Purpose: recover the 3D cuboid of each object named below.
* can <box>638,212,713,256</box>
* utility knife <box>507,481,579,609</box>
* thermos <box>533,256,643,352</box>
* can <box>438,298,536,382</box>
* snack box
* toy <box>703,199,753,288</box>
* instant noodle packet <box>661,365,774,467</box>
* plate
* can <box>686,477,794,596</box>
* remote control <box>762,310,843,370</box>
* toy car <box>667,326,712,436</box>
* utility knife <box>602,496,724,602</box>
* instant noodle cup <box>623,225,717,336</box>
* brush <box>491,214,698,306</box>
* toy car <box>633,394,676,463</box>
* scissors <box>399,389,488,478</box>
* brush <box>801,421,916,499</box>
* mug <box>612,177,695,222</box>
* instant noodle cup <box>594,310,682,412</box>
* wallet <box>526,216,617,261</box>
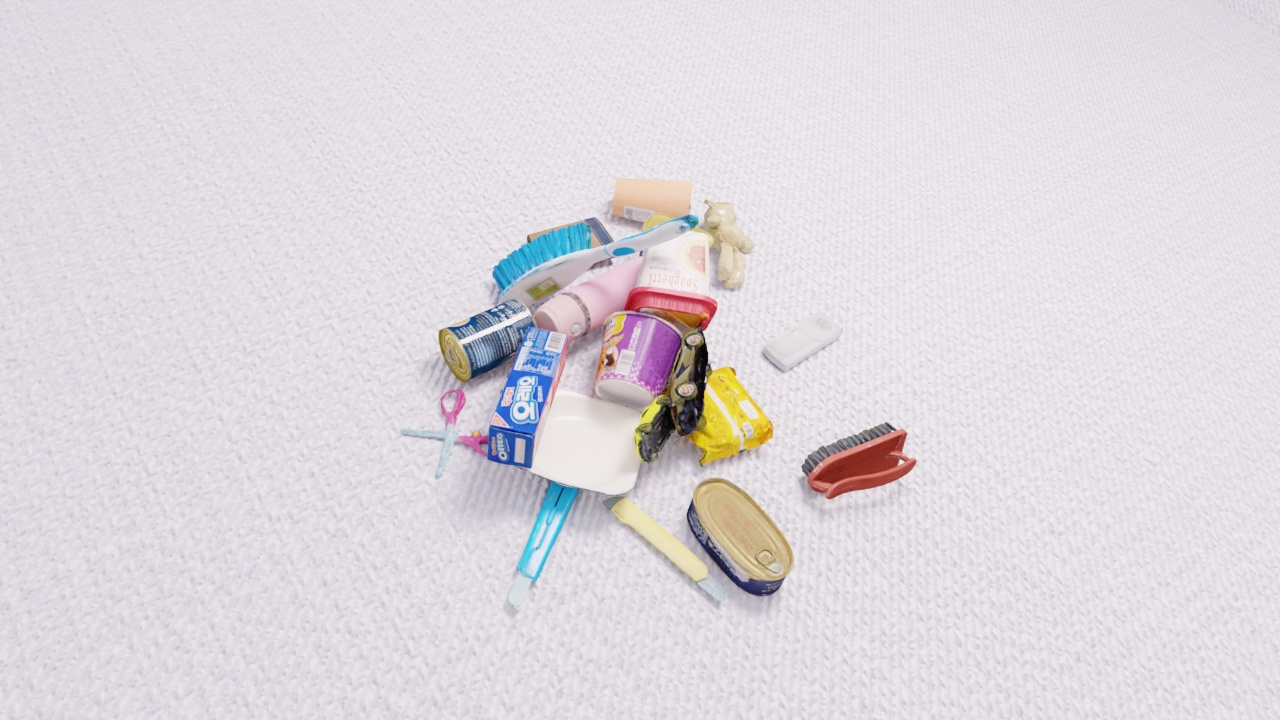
[{"bbox_3d":[0.048,-0.156,1.345,0.102,0.083,0.057,26,51,11],"label":"can"},{"bbox_3d":[-0.112,0.205,1.051,0.034,0.018,0.181,20,49,3],"label":"utility knife"},{"bbox_3d":[-0.059,-0.072,1.262,0.067,0.087,0.198,27,42,31],"label":"thermos"},{"bbox_3d":[-0.196,-0.028,1.195,0.111,0.075,0.075,-27,60,-30],"label":"can"},{"bbox_3d":[-0.133,0.040,1.104,0.057,0.058,0.207,11,36,0],"label":"snack box"},{"bbox_3d":[0.129,-0.179,1.403,0.105,0.066,0.157,24,45,-35],"label":"toy"},{"bbox_3d":[0.100,0.071,1.189,0.110,0.044,0.128,-18,52,-16],"label":"instant noodle packet"},{"bbox_3d":[-0.078,0.103,1.120,0.163,0.034,0.163,16,37,1],"label":"plate"},{"bbox_3d":[0.114,0.206,1.073,0.074,0.049,0.148,-27,60,-29],"label":"can"},{"bbox_3d":[0.232,-0.030,1.313,0.124,0.024,0.049,-29,61,-31],"label":"remote control"},{"bbox_3d":[0.063,0.024,1.154,0.042,0.070,0.157,-3,44,18],"label":"toy car"},{"bbox_3d":[0.030,0.215,1.069,0.183,0.019,0.030,35,56,26],"label":"utility knife"},{"bbox_3d":[0.042,-0.103,1.219,0.116,0.117,0.124,8,69,-5],"label":"instant noodle cup"},{"bbox_3d":[-0.066,-0.146,1.220,0.315,0.060,0.109,-26,44,20],"label":"brush"},{"bbox_3d":[0.014,0.082,1.118,0.032,0.048,0.105,1,31,24],"label":"toy car"},{"bbox_3d":[-0.229,0.088,1.132,0.133,0.017,0.133,5,53,-2],"label":"scissors"},{"bbox_3d":[0.274,0.133,1.157,0.145,0.063,0.069,-16,42,-21],"label":"brush"},{"bbox_3d":[0.020,-0.246,1.427,0.123,0.078,0.078,7,49,3],"label":"mug"},{"bbox_3d":[-0.007,0.007,1.186,0.111,0.112,0.099,16,63,2],"label":"instant noodle cup"},{"bbox_3d":[-0.100,-0.170,1.364,0.115,0.033,0.090,-18,53,-23],"label":"wallet"}]
